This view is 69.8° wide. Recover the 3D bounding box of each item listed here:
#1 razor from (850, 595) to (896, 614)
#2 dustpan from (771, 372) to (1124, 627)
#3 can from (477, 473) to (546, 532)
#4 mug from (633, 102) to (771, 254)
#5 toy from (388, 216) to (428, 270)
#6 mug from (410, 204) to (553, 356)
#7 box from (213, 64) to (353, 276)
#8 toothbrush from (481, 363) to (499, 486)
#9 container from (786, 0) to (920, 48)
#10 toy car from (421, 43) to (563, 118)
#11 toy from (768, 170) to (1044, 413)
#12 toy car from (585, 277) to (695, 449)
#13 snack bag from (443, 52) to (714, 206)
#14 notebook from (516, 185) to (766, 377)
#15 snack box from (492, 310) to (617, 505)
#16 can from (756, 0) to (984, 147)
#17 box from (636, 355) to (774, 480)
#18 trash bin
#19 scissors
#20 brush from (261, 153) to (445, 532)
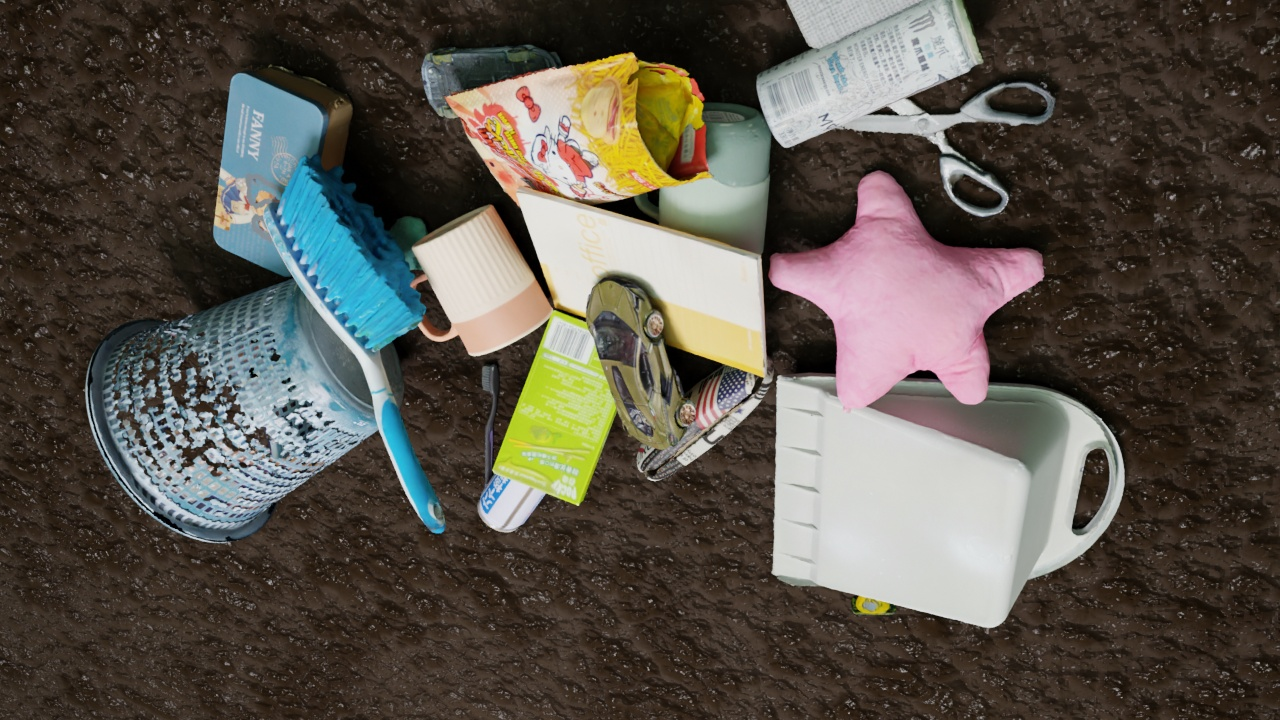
[{"bbox_3d":[0.214,0.187,0.866,0.043,0.028,0.133,-3,115,21],"label":"razor"},{"bbox_3d":[0.264,0.110,0.797,0.258,0.142,0.223,16,123,32],"label":"dustpan"},{"bbox_3d":[-0.109,0.109,0.896,0.053,0.053,0.135,34,121,-4],"label":"can"},{"bbox_3d":[0.044,-0.140,0.706,0.112,0.082,0.106,17,124,27],"label":"mug"},{"bbox_3d":[-0.228,-0.102,0.829,0.092,0.030,0.096,-19,106,21],"label":"toy"},{"bbox_3d":[-0.150,-0.064,0.795,0.115,0.081,0.106,-21,109,18],"label":"mug"},{"bbox_3d":[-0.310,-0.169,0.798,0.090,0.060,0.185,22,123,2],"label":"box"},{"bbox_3d":[-0.153,0.083,0.919,0.017,0.014,0.189,17,122,15],"label":"toothbrush"},{"bbox_3d":[0.150,-0.270,0.598,0.114,0.090,0.090,-22,110,28],"label":"container"},{"bbox_3d":[-0.117,-0.221,0.729,0.121,0.036,0.054,6,124,22],"label":"toy car"},{"bbox_3d":[0.191,-0.042,0.708,0.194,0.074,0.178,27,99,3],"label":"toy"},{"bbox_3d":[-0.005,0.004,0.762,0.070,0.042,0.158,7,125,45],"label":"toy car"},{"bbox_3d":[-0.050,-0.162,0.676,0.208,0.073,0.128,2,144,44],"label":"snack bag"},{"bbox_3d":[0.003,-0.061,0.732,0.206,0.010,0.146,20,149,22],"label":"notebook"},{"bbox_3d":[-0.065,0.042,0.823,0.086,0.026,0.156,20,92,3],"label":"snack box"},{"bbox_3d":[0.157,-0.203,0.641,0.147,0.058,0.058,-19,111,26],"label":"can"},{"bbox_3d":[0.058,0.052,0.813,0.055,0.070,0.165,27,128,-28],"label":"box"},{"bbox_3d":[-0.337,0.025,0.839,0.195,0.226,0.226,-26,109,12],"label":"trash bin"},{"bbox_3d":[0.215,-0.173,0.675,0.160,0.014,0.178,-26,107,27],"label":"scissors"},{"bbox_3d":[-0.216,-0.011,0.761,0.110,0.060,0.314,-33,91,19],"label":"brush"}]
